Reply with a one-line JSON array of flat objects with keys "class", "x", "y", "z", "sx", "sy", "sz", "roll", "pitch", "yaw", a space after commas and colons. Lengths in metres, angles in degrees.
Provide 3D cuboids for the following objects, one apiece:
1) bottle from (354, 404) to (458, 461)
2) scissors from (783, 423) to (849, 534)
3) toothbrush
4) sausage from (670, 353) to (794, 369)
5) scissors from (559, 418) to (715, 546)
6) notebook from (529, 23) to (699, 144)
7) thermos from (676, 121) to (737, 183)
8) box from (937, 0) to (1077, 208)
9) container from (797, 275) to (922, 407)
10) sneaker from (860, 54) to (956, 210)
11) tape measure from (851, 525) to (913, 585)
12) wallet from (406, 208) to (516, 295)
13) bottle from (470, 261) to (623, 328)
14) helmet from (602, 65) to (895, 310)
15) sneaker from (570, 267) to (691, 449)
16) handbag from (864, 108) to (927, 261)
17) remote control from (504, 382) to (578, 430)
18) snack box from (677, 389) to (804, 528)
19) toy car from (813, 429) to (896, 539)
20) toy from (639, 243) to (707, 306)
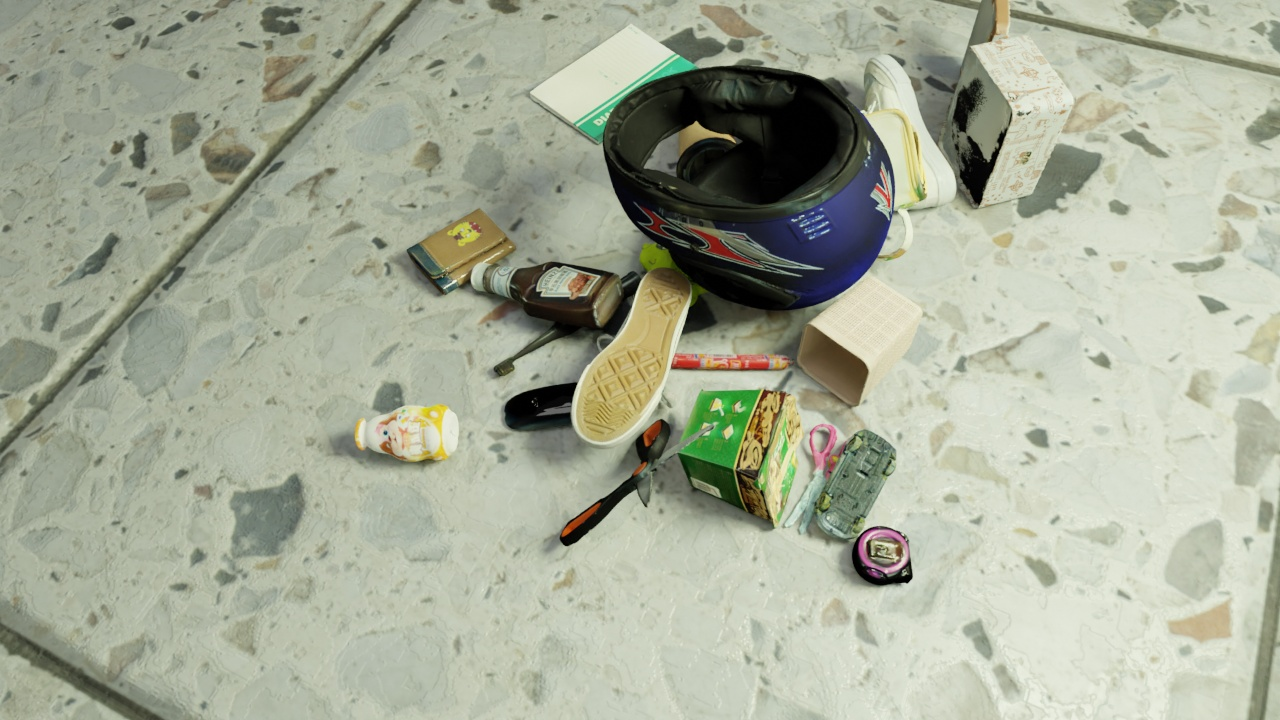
[{"class": "bottle", "x": -0.261, "y": 0.081, "z": 1.024, "sx": 0.108, "sy": 0.063, "sz": 0.063, "roll": -2, "pitch": 57, "yaw": 4}, {"class": "scissors", "x": 0.186, "y": 0.125, "z": 0.989, "sx": 0.073, "sy": 0.017, "sz": 0.137, "roll": 37, "pitch": 69, "yaw": 13}, {"class": "toothbrush", "x": -0.087, "y": -0.043, "z": 1.112, "sx": 0.212, "sy": 0.026, "sz": 0.027, "roll": -35, "pitch": 54, "yaw": -16}, {"class": "sausage", "x": 0.101, "y": 0.001, "z": 1.071, "sx": 0.156, "sy": 0.020, "sz": 0.020, "roll": 1, "pitch": 57, "yaw": 5}, {"class": "scissors", "x": -0.001, "y": 0.118, "z": 0.929, "sx": 0.021, "sy": 0.235, "sz": 0.220, "roll": 45, "pitch": 24, "yaw": -8}, {"class": "notebook", "x": -0.037, "y": -0.409, "z": 1.351, "sx": 0.208, "sy": 0.012, "sz": 0.150, "roll": -41, "pitch": 64, "yaw": -20}, {"class": "thermos", "x": 0.088, "y": -0.285, "z": 1.220, "sx": 0.093, "sy": 0.093, "sz": 0.143, "roll": -7, "pitch": 48, "yaw": 0}, {"class": "box", "x": 0.449, "y": -0.351, "z": 1.178, "sx": 0.110, "sy": 0.179, "sz": 0.259, "roll": -12, "pitch": 59, "yaw": -4}, {"class": "container", "x": 0.250, "y": -0.026, "z": 1.039, "sx": 0.090, "sy": 0.090, "sz": 0.110, "roll": 39, "pitch": 64, "yaw": 25}, {"class": "sneaker", "x": 0.326, "y": -0.296, "z": 1.211, "sx": 0.091, "sy": 0.089, "sz": 0.242, "roll": -15, "pitch": 64, "yaw": 0}, {"class": "tape measure", "x": 0.243, "y": 0.196, "z": 0.924, "sx": 0.058, "sy": 0.039, "sz": 0.057, "roll": 2, "pitch": 58, "yaw": 6}, {"class": "wallet", "x": -0.231, "y": -0.142, "z": 1.184, "sx": 0.115, "sy": 0.033, "sz": 0.090, "roll": -34, "pitch": 60, "yaw": -21}, {"class": "bottle", "x": -0.119, "y": -0.087, "z": 1.113, "sx": 0.195, "sy": 0.044, "sz": 0.079, "roll": 13, "pitch": 50, "yaw": 27}, {"class": "helmet", "x": 0.127, "y": -0.182, "z": 1.049, "sx": 0.316, "sy": 0.240, "sz": 0.246, "roll": 14, "pitch": 66, "yaw": 21}, {"class": "sneaker", "x": -0.006, "y": 0.006, "z": 1.037, "sx": 0.118, "sy": 0.088, "sz": 0.240, "roll": 20, "pitch": 60, "yaw": 8}, {"class": "handbag", "x": 0.272, "y": -0.204, "z": 1.140, "sx": 0.164, "sy": 0.063, "sz": 0.178, "roll": -13, "pitch": 80, "yaw": 30}, {"class": "remote control", "x": -0.090, "y": 0.049, "z": 1.053, "sx": 0.136, "sy": 0.024, "sz": 0.053, "roll": -8, "pitch": 58, "yaw": -1}, {"class": "snack box", "x": 0.103, "y": 0.096, "z": 0.967, "sx": 0.106, "sy": 0.118, "sz": 0.117, "roll": 9, "pitch": 57, "yaw": 24}, {"class": "toy car", "x": 0.224, "y": 0.130, "z": 0.964, "sx": 0.054, "sy": 0.037, "sz": 0.120, "roll": 33, "pitch": 73, "yaw": -5}, {"class": "toy", "x": 0.043, "y": -0.112, "z": 1.142, "sx": 0.097, "sy": 0.031, "sz": 0.100, "roll": 12, "pitch": 63, "yaw": 7}]
